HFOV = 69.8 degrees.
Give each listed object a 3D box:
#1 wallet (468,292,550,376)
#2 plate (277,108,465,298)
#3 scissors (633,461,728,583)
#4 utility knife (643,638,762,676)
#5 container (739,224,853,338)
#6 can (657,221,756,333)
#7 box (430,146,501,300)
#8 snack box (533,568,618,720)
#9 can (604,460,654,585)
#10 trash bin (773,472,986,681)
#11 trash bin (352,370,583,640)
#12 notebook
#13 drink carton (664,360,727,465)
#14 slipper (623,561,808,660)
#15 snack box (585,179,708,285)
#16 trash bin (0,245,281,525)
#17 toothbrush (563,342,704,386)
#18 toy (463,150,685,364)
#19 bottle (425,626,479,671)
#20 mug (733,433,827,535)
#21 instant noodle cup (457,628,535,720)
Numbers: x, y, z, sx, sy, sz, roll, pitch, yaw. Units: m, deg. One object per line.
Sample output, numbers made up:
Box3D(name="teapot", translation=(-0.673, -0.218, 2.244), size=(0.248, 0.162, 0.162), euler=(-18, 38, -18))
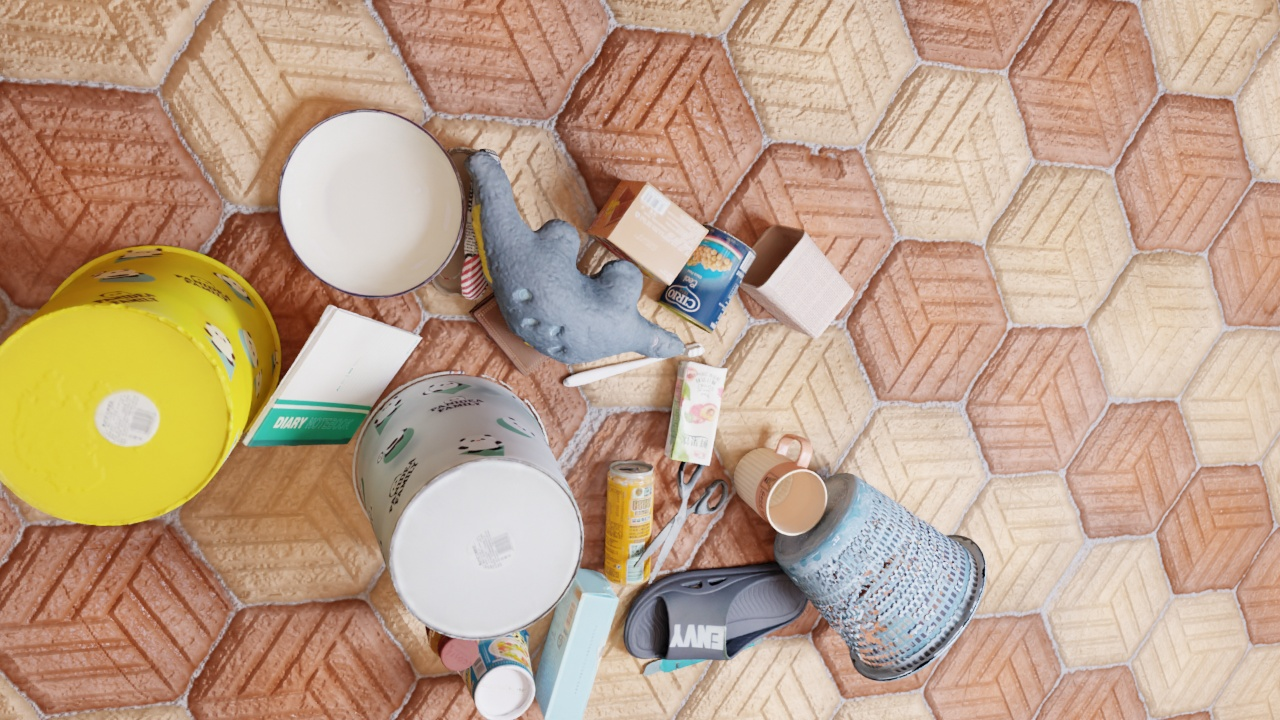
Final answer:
Box3D(name="wallet", translation=(-0.119, -0.055, 1.056), size=(0.124, 0.032, 0.101), euler=(-40, 114, -6))
Box3D(name="plate", translation=(-0.275, -0.162, 0.955), size=(0.192, 0.039, 0.192), euler=(0, 100, 1))
Box3D(name="scissors", translation=(0.054, 0.197, 1.143), size=(0.162, 0.014, 0.165), euler=(5, 81, -37))
Box3D(name="utility knife", translation=(0.085, 0.394, 1.232), size=(0.174, 0.013, 0.029), euler=(-13, 105, -15))
Box3D(name="container", translation=(0.187, -0.094, 1.118), size=(0.111, 0.090, 0.090), euler=(41, 87, -25))
Box3D(name="can", translation=(0.079, -0.098, 1.087), size=(0.075, 0.075, 0.111), euler=(30, 91, -22))
Box3D(name="box", translation=(-0.177, -0.146, 0.986), size=(0.076, 0.086, 0.163), euler=(3, 98, -34))
Box3D(name="snack box", translation=(-0.082, 0.352, 1.134), size=(0.051, 0.074, 0.175), euler=(15, 97, -20))
Box3D(name="can", translation=(-0.014, 0.200, 1.131), size=(0.058, 0.058, 0.146), euler=(-1, 102, -18))
Box3D(name="trash bin", translation=(0.288, 0.258, 1.178), size=(0.195, 0.226, 0.226), euler=(42, 87, -9))
Box3D(name="trash bin", translation=(-0.180, 0.150, 0.961), size=(0.229, 0.252, 0.230), euler=(-4, 104, -17))
Box3D(name="notebook", translation=(-0.304, 0.023, 0.929), size=(0.012, 0.209, 0.150), euler=(34, 90, 9))
Box3D(name="drink carton", translation=(0.067, 0.064, 1.129), size=(0.053, 0.045, 0.122), euler=(10, 92, -13))
Box3D(name="slipper", translation=(0.110, 0.329, 1.190), size=(0.267, 0.083, 0.111), euler=(-8, 103, -18))
Box3D(name="snack box", translation=(0.005, -0.146, 1.041), size=(0.092, 0.094, 0.077), euler=(35, 89, -22))
Box3D(name="trash bin", translation=(-0.458, 0.019, 0.839), size=(0.229, 0.255, 0.230), euler=(-4, 102, -18))
Box3D(name="toothbrush", translation=(-0.007, 0.007, 1.113), size=(0.180, 0.016, 0.016), euler=(-14, 114, -14))
Box3D(name="toy", translation=(-0.079, -0.070, 1.001), size=(0.356, 0.091, 0.137), euler=(38, 76, -35))
Box3D(name="bottle", translation=(-0.212, 0.284, 1.021), size=(0.057, 0.175, 0.057), euler=(-4, 103, -18))
Box3D(name="mug", translation=(0.178, 0.147, 1.157), size=(0.081, 0.106, 0.114), euler=(16, 96, -21))
Box3D(name="instant noodle cup", translation=(-0.170, 0.367, 1.090), size=(0.099, 0.110, 0.099), euler=(-4, 102, -17))
